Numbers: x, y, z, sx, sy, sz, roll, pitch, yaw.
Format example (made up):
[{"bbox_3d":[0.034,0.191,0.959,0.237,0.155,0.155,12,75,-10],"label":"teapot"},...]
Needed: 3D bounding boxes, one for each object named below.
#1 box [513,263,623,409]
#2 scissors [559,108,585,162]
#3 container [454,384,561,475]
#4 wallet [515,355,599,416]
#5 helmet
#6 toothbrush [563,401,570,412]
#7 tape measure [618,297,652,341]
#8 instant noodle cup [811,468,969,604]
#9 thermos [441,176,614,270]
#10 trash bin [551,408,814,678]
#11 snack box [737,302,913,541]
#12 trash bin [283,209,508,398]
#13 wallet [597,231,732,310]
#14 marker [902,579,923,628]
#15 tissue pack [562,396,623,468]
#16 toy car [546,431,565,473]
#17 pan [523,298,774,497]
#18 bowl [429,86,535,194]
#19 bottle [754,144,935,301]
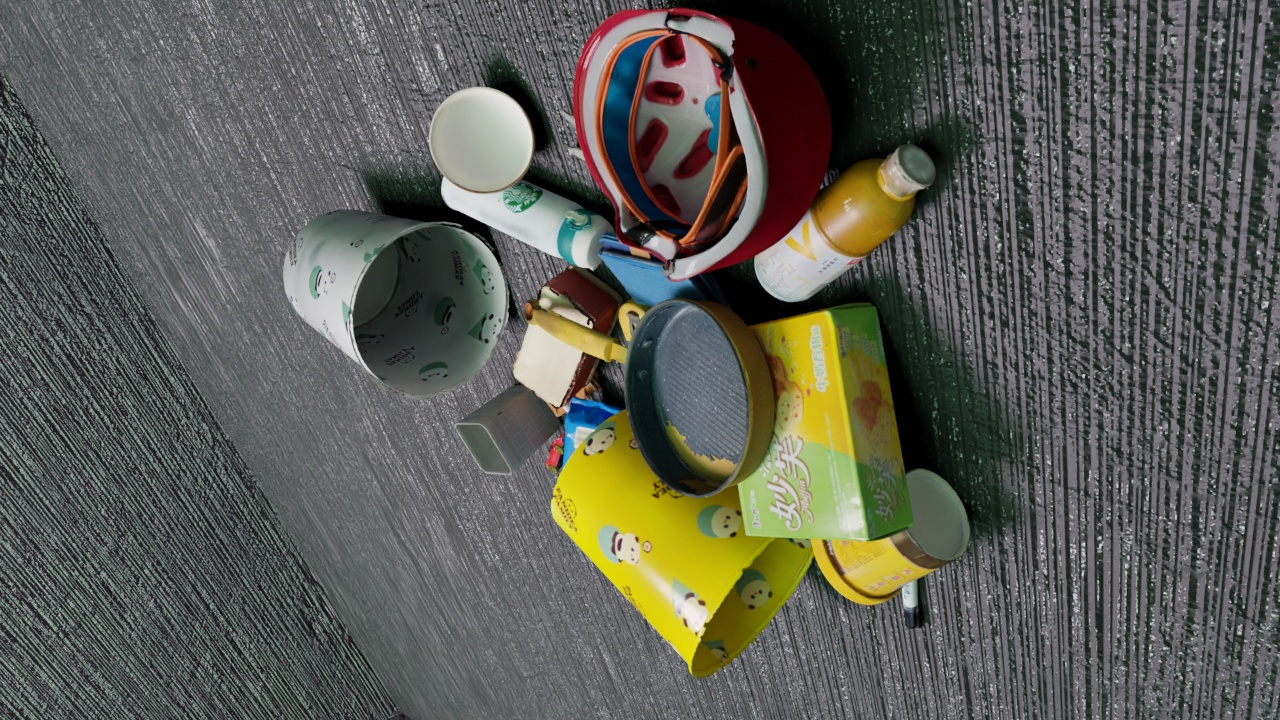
[{"bbox_3d":[-0.097,-0.024,1.115,0.091,0.080,0.169,36,134,11],"label":"box"},{"bbox_3d":[0.003,-0.172,0.913,0.226,0.015,0.189,50,163,-17],"label":"scissors"},{"bbox_3d":[-0.188,0.096,1.332,0.090,0.114,0.090,-4,120,51],"label":"container"},{"bbox_3d":[-0.113,0.015,1.245,0.108,0.031,0.132,53,147,-2],"label":"wallet"},{"bbox_3d":[0.059,-0.186,0.755,0.240,0.143,0.207,48,138,38],"label":"helmet"},{"bbox_3d":[-0.077,0.086,1.249,0.191,0.016,0.018,48,153,-24],"label":"toothbrush"},{"bbox_3d":[-0.001,-0.044,1.059,0.060,0.028,0.057,10,129,43],"label":"tape measure"},{"bbox_3d":[0.250,0.170,0.910,0.118,0.118,0.115,48,139,2],"label":"instant noodle cup"},{"bbox_3d":[-0.128,-0.170,1.047,0.224,0.073,0.073,27,141,29],"label":"thermos"},{"bbox_3d":[0.045,0.198,1.083,0.255,0.229,0.230,36,144,28],"label":"trash bin"},{"bbox_3d":[0.160,0.062,0.870,0.158,0.069,0.210,-12,86,53],"label":"snack box"},{"bbox_3d":[-0.344,-0.094,1.244,0.252,0.229,0.230,21,137,43],"label":"trash bin"},{"bbox_3d":[0.024,-0.088,0.963,0.133,0.040,0.106,16,155,43],"label":"wallet"},{"bbox_3d":[0.300,0.250,1.014,0.023,0.018,0.131,9,131,29],"label":"marker"},{"bbox_3d":[-0.055,0.117,1.222,0.095,0.052,0.157,12,126,5],"label":"tissue pack"},{"bbox_3d":[-0.110,0.124,1.330,0.031,0.049,0.107,41,147,10],"label":"toy car"},{"bbox_3d":[-0.006,0.006,0.959,0.357,0.078,0.198,35,124,46],"label":"pan"},{"bbox_3d":[-0.171,-0.243,1.012,0.113,0.113,0.062,59,-174,-14],"label":"bowl"},{"bbox_3d":[0.167,-0.113,0.765,0.068,0.067,0.190,50,146,0],"label":"bottle"}]
